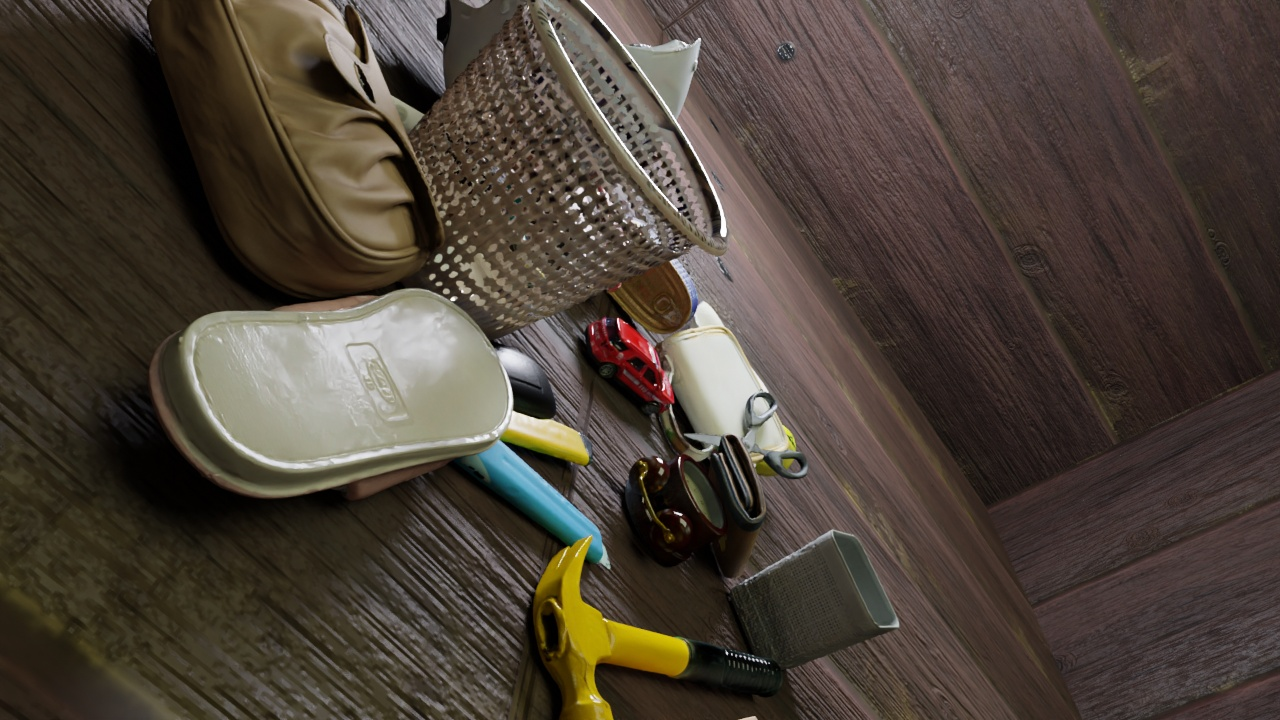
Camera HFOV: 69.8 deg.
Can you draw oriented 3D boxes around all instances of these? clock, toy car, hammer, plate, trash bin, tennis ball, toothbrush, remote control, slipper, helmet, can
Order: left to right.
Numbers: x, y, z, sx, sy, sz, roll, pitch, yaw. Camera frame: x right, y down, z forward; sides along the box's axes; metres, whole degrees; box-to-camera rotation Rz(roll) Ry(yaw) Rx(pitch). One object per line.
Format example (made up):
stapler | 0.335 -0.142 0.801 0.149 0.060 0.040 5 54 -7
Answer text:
slipper | -0.146 0.017 0.478 0.114 0.054 0.274 59 16 3
toothbrush | -0.190 -0.192 0.739 0.026 0.027 0.220 31 6 26
remote control | -0.097 0.010 0.659 0.136 0.024 0.053 25 39 -58
trash bin | -0.076 -0.123 0.654 0.227 0.192 0.227 48 21 -26
helmet | -0.077 -0.236 0.846 0.228 0.146 0.259 6 8 -34
toy car | -0.005 0.005 0.872 0.120 0.045 0.052 45 24 -41
can | 0.001 -0.095 0.990 0.148 0.075 0.049 50 18 2
clock | 0.025 0.119 0.748 0.122 0.055 0.082 29 35 -61
hammer | 0.025 0.208 0.646 0.300 0.033 0.128 35 31 -50
plate | 0.106 0.007 1.154 0.163 0.034 0.164 56 15 -4
tennis ball | 0.149 0.103 1.072 0.065 0.066 0.065 49 21 -26

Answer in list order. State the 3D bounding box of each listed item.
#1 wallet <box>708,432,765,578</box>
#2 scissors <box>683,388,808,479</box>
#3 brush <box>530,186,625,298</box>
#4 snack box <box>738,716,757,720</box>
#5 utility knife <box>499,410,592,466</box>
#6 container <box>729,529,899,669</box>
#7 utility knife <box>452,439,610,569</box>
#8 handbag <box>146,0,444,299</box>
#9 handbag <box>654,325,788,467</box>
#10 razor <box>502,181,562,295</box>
wallet | 0.081 0.131 0.820 0.115 0.033 0.090 95 -18 -52
scissors | 0.113 0.085 0.948 0.178 0.014 0.159 32 43 -25
brush | -0.052 -0.133 0.928 0.063 0.069 0.145 21 41 -60
snack box | 0.054 0.287 0.603 0.157 0.026 0.084 26 37 -58
utility knife | -0.090 0.046 0.636 0.192 0.015 0.033 28 29 -54
container | 0.152 0.219 0.822 0.090 0.114 0.090 27 36 -57
utility knife | -0.066 0.096 0.614 0.162 0.018 0.034 47 27 -35
handbag | -0.190 -0.137 0.534 0.204 0.100 0.147 66 16 11
handbag | 0.066 0.049 0.981 0.178 0.063 0.163 -8 67 -54
razor | -0.105 -0.112 0.824 0.043 0.028 0.132 -2 58 -31
